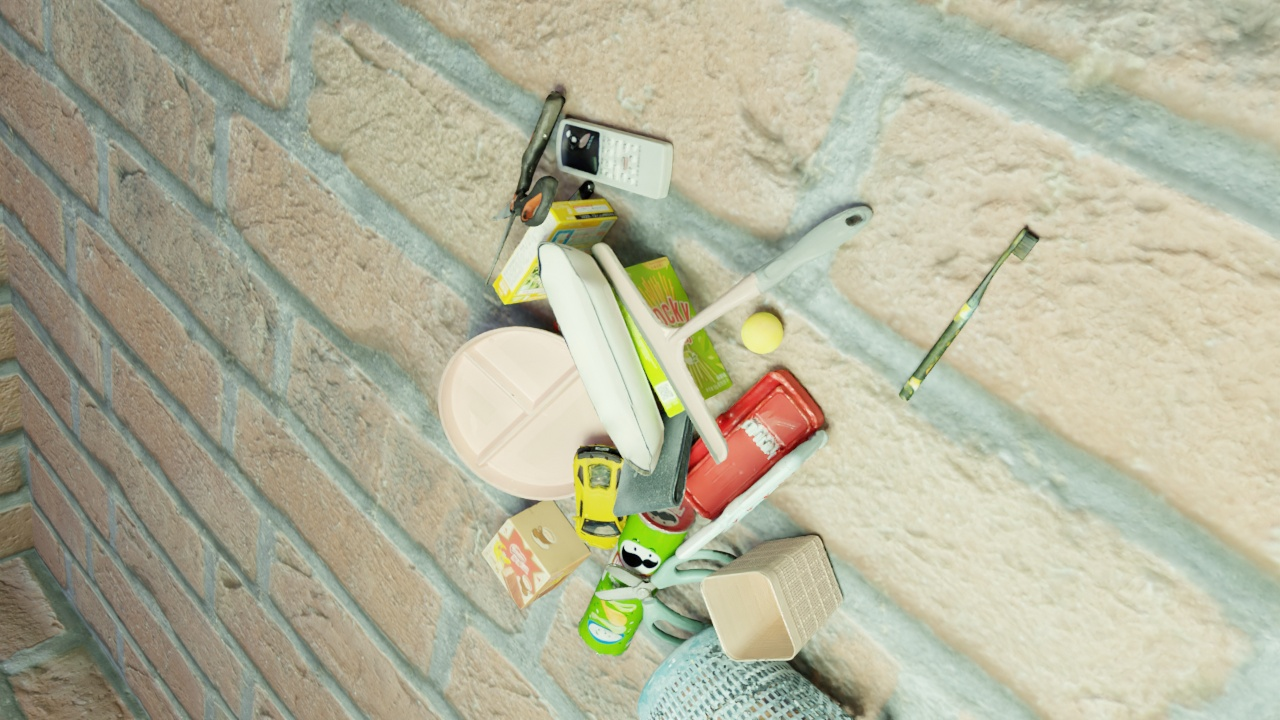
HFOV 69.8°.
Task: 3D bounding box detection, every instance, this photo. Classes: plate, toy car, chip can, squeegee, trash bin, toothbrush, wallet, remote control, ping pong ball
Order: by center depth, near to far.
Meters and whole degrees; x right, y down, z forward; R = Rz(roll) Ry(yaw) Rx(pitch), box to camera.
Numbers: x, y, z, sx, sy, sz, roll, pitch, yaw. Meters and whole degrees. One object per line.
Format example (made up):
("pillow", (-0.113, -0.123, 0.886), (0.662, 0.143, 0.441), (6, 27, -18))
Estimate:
("toothbrush", (0.273, -0.033, 0.775), (0.017, 0.012, 0.186), (36, 126, 13))
("squeegee", (0.101, -0.067, 0.839), (0.250, 0.040, 0.247), (-34, 82, 21))
("ping pong ball", (0.118, -0.027, 0.892), (0.040, 0.040, 0.040), (15, 114, 37))
("trash bin", (0.110, 0.390, 0.950), (0.195, 0.226, 0.227), (45, 130, 37))
("plate", (-0.036, -0.006, 0.953), (0.266, 0.034, 0.162), (68, 163, -14))
("remote control", (-0.031, -0.214, 0.969), (0.150, 0.021, 0.058), (22, 118, 33))
("wallet", (0.014, 0.108, 0.997), (0.097, 0.019, 0.120), (-17, 52, 45))
("toy car", (-0.044, 0.164, 1.079), (0.071, 0.041, 0.156), (6, 120, 7))
("chip can", (-0.008, 0.252, 1.080), (0.072, 0.072, 0.237), (40, 128, 24))
("plate", (-0.128, 0.062, 1.088), (0.230, 0.028, 0.230), (5, 115, 11))

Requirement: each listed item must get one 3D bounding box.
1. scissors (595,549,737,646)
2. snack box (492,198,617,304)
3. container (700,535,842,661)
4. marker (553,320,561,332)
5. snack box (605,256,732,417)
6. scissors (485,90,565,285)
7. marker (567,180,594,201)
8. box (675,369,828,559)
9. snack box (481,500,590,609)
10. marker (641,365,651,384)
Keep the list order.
("scissors", (0.046, 0.255, 1.024), (0.170, 0.019, 0.181), (39, 116, -20))
("snack box", (-0.095, -0.119, 1.012), (0.033, 0.086, 0.141), (56, 132, 19))
("container", (0.136, 0.233, 0.920), (0.090, 0.110, 0.090), (-20, 91, 43))
("marker", (-0.044, -0.037, 1.046), (0.145, 0.017, 0.017), (5, 108, 41))
("snack box", (0.027, -0.027, 0.941), (0.026, 0.085, 0.156), (-32, 82, 45))
("scissors", (-0.128, -0.186, 0.997), (0.234, 0.021, 0.221), (16, 88, 68))
("marker", (-0.089, -0.162, 1.044), (0.124, 0.015, 0.018), (-42, 77, 38))
("box", (0.092, 0.108, 0.922), (0.102, 0.100, 0.202), (52, 131, 14))
("snack box", (-0.136, 0.248, 1.185), (0.092, 0.076, 0.095), (52, 131, 15))
("marker", (-0.006, 0.006, 1.031), (0.124, 0.015, 0.018), (32, 125, 26))
